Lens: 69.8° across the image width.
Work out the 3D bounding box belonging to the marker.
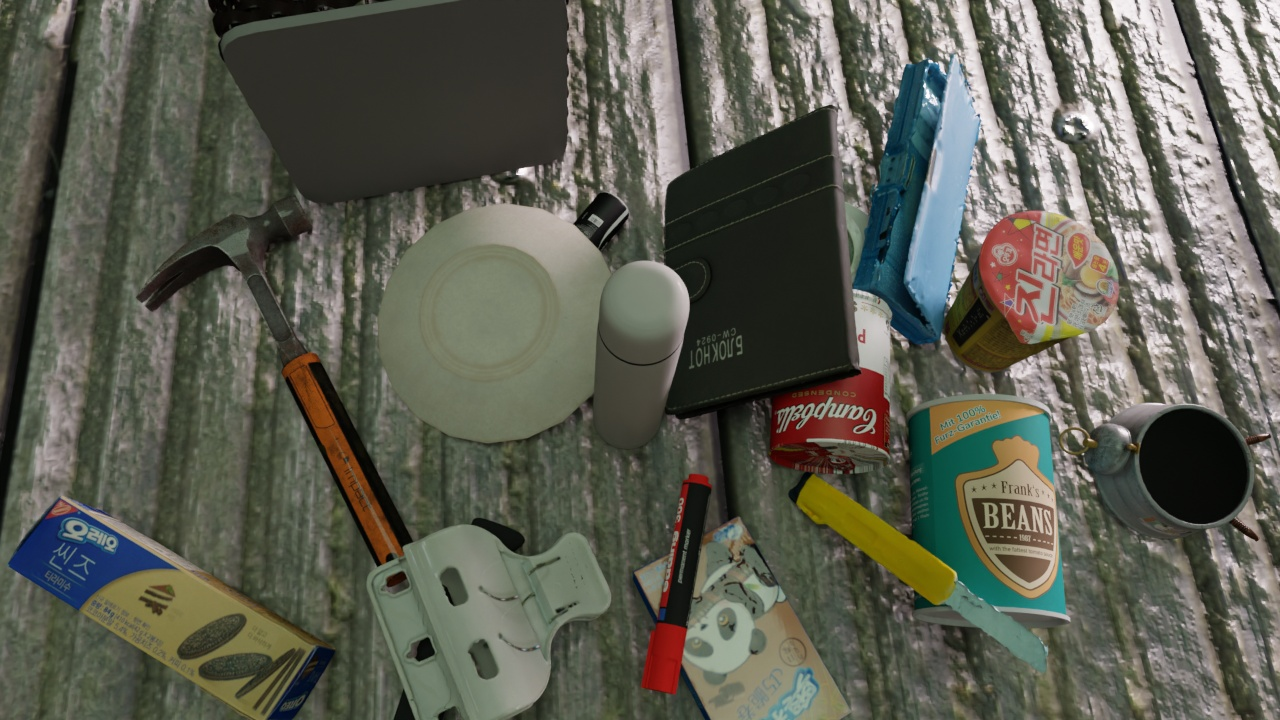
[{"bbox_3d":[0.026,0.148,0.619,0.024,0.021,0.144,-1,66,30],"label":"marker"}]

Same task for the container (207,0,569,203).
[{"bbox_3d":[-0.188,-0.293,0.694,0.247,0.246,0.243,-12,74,-8],"label":"container"}]

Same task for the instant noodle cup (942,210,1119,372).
[{"bbox_3d":[0.284,-0.043,0.696,0.100,0.113,0.100,1,69,-3],"label":"instant noodle cup"}]

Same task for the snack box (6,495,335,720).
[{"bbox_3d":[-0.310,0.166,0.610,0.207,0.056,0.057,27,71,7],"label":"snack box"}]

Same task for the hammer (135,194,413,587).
[{"bbox_3d":[-0.255,0.028,0.678,0.137,0.035,0.314,-28,74,-13],"label":"hammer"}]

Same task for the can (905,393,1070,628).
[{"bbox_3d":[0.239,0.108,0.643,0.099,0.099,0.143,5,69,-2],"label":"can"}]

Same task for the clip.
[{"bbox_3d":[-0.090,0.162,0.591,0.152,0.099,0.126,-23,77,-8],"label":"clip"}]

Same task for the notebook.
[{"bbox_3d":[0.081,-0.070,0.688,0.170,0.029,0.208,-17,61,38],"label":"notebook"}]

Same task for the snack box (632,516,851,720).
[{"bbox_3d":[0.067,0.195,0.634,0.087,0.034,0.151,-26,73,-11],"label":"snack box"}]

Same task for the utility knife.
[{"bbox_3d":[0.176,0.134,0.609,0.019,0.217,0.030,16,103,-37],"label":"utility knife"}]

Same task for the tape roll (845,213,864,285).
[{"bbox_3d":[0.129,-0.086,0.724,0.094,0.018,0.093,1,70,-4],"label":"tape roll"}]

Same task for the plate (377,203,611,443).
[{"bbox_3d":[-0.112,-0.033,0.693,0.189,0.027,0.188,-1,78,6],"label":"plate"}]

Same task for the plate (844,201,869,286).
[{"bbox_3d":[0.149,-0.082,0.748,0.104,0.026,0.104,1,70,-4],"label":"plate"}]

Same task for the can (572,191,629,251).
[{"bbox_3d":[-0.044,-0.098,0.739,0.031,0.032,0.080,34,71,9],"label":"can"}]

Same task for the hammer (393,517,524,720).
[{"bbox_3d":[-0.155,0.258,0.602,0.127,0.029,0.322,18,68,3],"label":"hammer"}]

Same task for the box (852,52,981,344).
[{"bbox_3d":[0.235,-0.133,0.738,0.093,0.054,0.231,33,63,-29],"label":"box"}]

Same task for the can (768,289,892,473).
[{"bbox_3d":[0.140,0.016,0.678,0.086,0.087,0.116,7,69,-1],"label":"can"}]

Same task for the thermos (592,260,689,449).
[{"bbox_3d":[-0.004,0.004,0.600,0.052,0.224,0.052,1,69,-3],"label":"thermos"}]

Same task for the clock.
[{"bbox_3d":[0.385,0.077,0.686,0.148,0.056,0.103,15,78,-3],"label":"clock"}]
